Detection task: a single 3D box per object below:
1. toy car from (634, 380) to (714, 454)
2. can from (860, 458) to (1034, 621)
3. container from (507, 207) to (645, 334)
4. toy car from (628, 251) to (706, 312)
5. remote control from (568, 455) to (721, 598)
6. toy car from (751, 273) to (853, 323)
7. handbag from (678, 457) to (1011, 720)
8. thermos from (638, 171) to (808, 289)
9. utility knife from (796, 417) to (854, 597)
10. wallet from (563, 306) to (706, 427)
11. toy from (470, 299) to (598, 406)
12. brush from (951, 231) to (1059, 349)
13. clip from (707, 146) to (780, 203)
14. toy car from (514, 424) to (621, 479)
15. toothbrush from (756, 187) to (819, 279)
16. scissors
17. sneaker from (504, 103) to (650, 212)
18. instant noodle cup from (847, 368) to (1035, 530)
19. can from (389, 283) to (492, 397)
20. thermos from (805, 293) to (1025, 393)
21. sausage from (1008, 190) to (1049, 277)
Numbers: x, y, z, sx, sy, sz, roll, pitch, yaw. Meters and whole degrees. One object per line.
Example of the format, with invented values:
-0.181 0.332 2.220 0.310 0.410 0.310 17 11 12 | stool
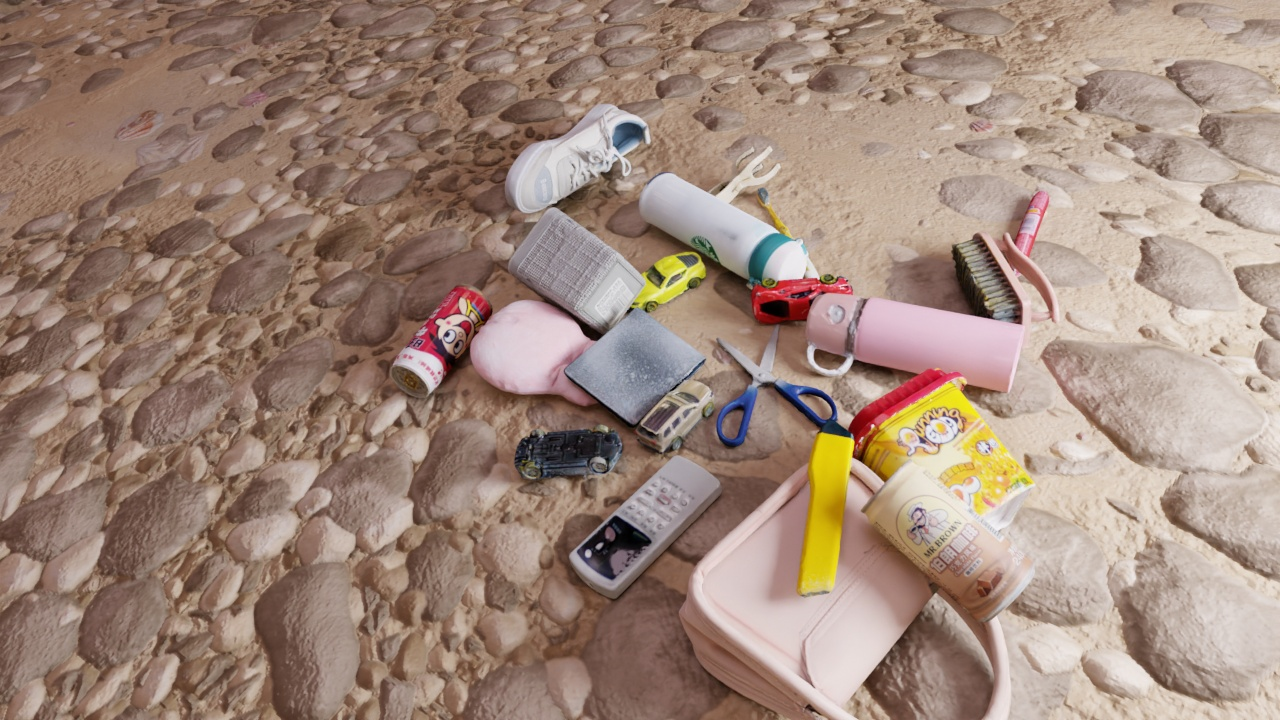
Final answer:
0.035 0.051 0.895 0.042 0.035 0.090 27 55 32 | toy car
0.223 0.131 0.671 0.058 0.059 0.116 -39 70 -24 | can
-0.067 -0.095 1.010 0.114 0.090 0.090 35 89 33 | container
0.025 -0.091 1.040 0.105 0.032 0.048 -31 48 -15 | toy car
0.005 0.145 0.818 0.058 0.021 0.149 30 57 34 | remote control
0.171 -0.063 0.967 0.106 0.049 0.031 -4 46 8 | toy car
0.168 0.201 0.696 0.234 0.093 0.192 36 61 28 | handbag
0.093 -0.145 1.055 0.073 0.073 0.224 -36 49 -22 | thermos
0.141 0.111 0.706 0.033 0.015 0.153 10 55 11 | utility knife
-0.006 0.005 0.937 0.097 0.019 0.120 37 57 19 | wallet
-0.098 -0.006 0.967 0.159 0.054 0.121 24 54 16 | toy
0.367 -0.080 0.931 0.073 0.063 0.145 -13 42 8 | brush
0.133 -0.227 1.134 0.084 0.035 0.104 0 41 47 | clip
-0.068 0.091 0.880 0.106 0.031 0.048 -5 46 9 | toy car
0.171 -0.150 1.075 0.016 0.018 0.191 -17 44 -2 | toothbrush
0.124 0.026 0.916 0.162 0.012 0.174 21 52 31 | scissors
-0.074 -0.256 1.193 0.091 0.090 0.241 23 48 25 | sneaker
0.246 0.091 0.762 0.116 0.116 0.123 -28 58 -16 | instant noodle cup
-0.218 -0.022 1.010 0.053 0.053 0.132 12 50 23 | can
0.260 -0.012 0.891 0.199 0.067 0.087 12 77 23 | thermos
0.425 -0.140 1.008 0.020 0.020 0.155 15 51 25 | sausage
